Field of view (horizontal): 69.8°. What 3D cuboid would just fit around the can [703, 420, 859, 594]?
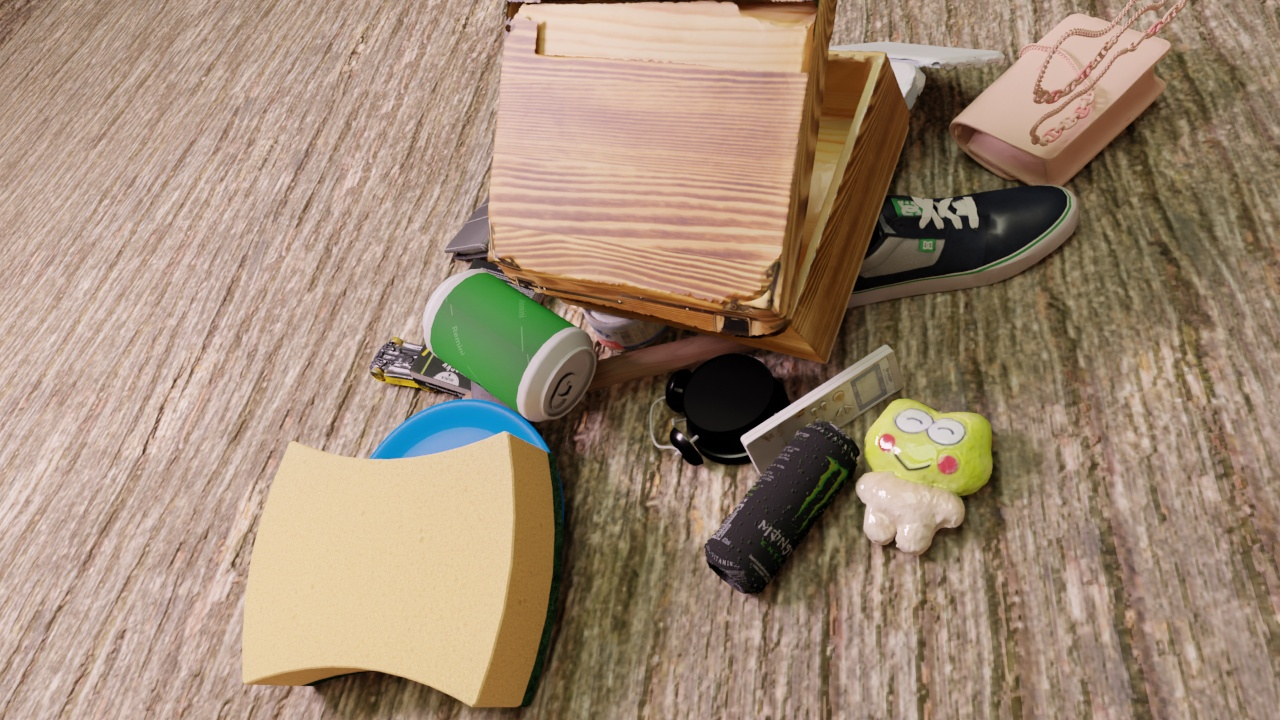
[{"bbox_3d":[0.106,0.108,0.681,0.054,0.054,0.137,29,70,40],"label":"can"}]

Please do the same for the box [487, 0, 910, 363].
[{"bbox_3d":[0.024,-0.147,0.733,0.280,0.220,0.258,15,80,31],"label":"box"}]

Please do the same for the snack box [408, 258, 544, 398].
[{"bbox_3d":[-0.163,-0.031,0.936,0.080,0.025,0.147,17,60,12],"label":"snack box"}]

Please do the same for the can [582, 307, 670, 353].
[{"bbox_3d":[-0.011,-0.054,0.883,0.086,0.043,0.086,-13,49,15],"label":"can"}]

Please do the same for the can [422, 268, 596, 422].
[{"bbox_3d":[-0.113,-0.014,0.786,0.140,0.088,0.087,32,71,23],"label":"can"}]

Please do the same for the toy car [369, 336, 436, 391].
[{"bbox_3d":[-0.236,0.006,0.956,0.107,0.030,0.049,10,57,27],"label":"toy car"}]

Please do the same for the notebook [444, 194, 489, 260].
[{"bbox_3d":[-0.133,-0.198,1.021,0.208,0.029,0.170,-53,21,-12],"label":"notebook"}]

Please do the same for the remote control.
[{"bbox_3d":[0.144,0.041,0.720,0.136,0.050,0.011,-33,46,-1],"label":"remote control"}]

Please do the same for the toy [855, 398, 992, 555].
[{"bbox_3d":[0.201,0.083,0.662,0.092,0.046,0.115,16,70,30],"label":"toy"}]

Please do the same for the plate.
[{"bbox_3d":[-0.161,0.143,0.786,0.225,0.024,0.224,-9,68,22],"label":"plate"}]

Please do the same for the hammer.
[{"bbox_3d":[-0.005,0.005,0.827,0.329,0.052,0.098,-14,64,9],"label":"hammer"}]

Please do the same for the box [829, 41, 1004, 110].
[{"bbox_3d":[0.226,-0.276,0.903,0.186,0.084,0.210,-39,30,-2],"label":"box"}]

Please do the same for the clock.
[{"bbox_3d":[0.065,0.041,0.763,0.121,0.042,0.091,-15,50,14],"label":"clock"}]

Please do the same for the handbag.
[{"bbox_3d":[0.358,-0.268,0.771,0.198,0.187,0.116,-42,54,-4],"label":"handbag"}]

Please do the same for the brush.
[{"bbox_3d":[-0.190,0.164,0.732,0.251,0.075,0.194,-4,70,24],"label":"brush"}]

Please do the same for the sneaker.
[{"bbox_3d":[0.245,-0.110,0.774,0.236,0.079,0.084,-14,47,15],"label":"sneaker"}]
